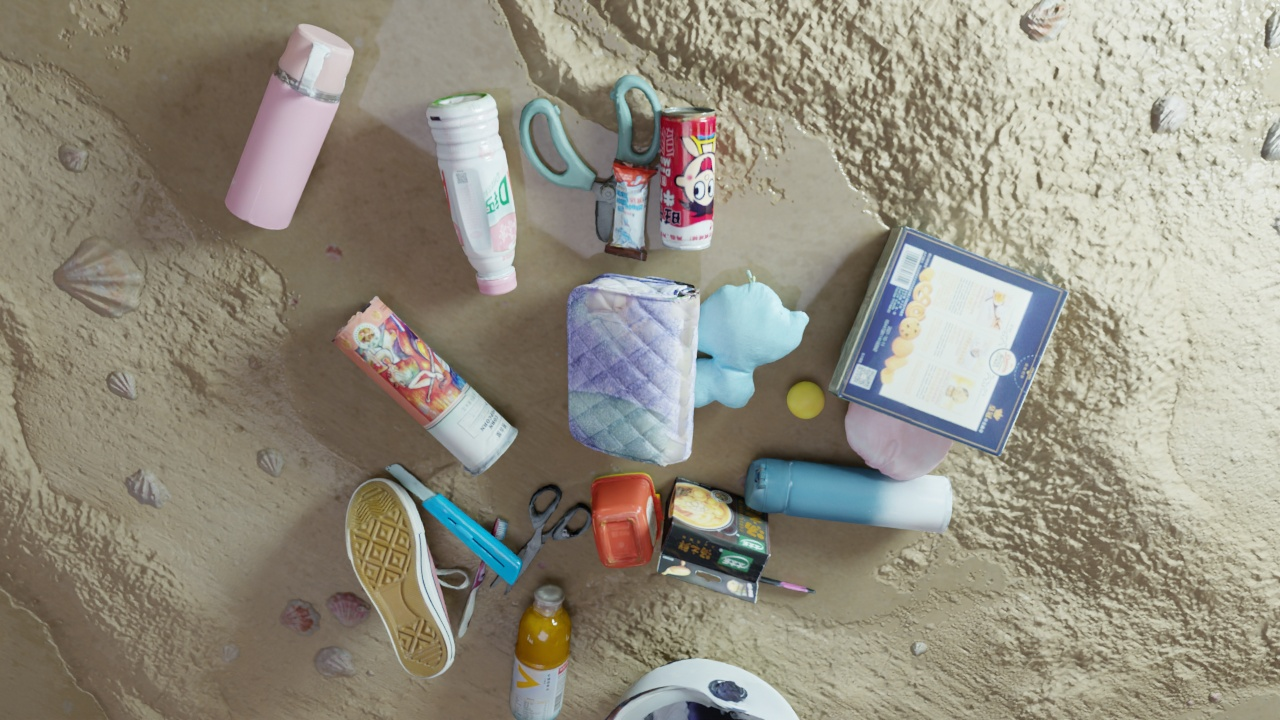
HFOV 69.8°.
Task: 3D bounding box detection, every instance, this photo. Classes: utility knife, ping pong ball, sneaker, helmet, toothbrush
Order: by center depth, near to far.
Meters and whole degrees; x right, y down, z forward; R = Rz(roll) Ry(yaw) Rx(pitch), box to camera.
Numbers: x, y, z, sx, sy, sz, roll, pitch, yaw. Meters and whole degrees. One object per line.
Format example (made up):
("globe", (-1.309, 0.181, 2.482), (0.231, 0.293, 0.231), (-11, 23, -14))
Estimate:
("ping pong ball", (0.178, 0.043, 0.988), (0.040, 0.040, 0.040), (2, 113, 4))
("utility knife", (-0.221, 0.189, 1.087), (0.204, 0.018, 0.034), (41, 113, -2))
("sneaker", (-0.278, 0.254, 1.093), (0.118, 0.088, 0.241), (-21, 88, 0))
("toothbrush", (0.119, 0.253, 1.097), (0.189, 0.014, 0.018), (13, 101, -2))
("helmet", (0.084, 0.457, 1.115), (0.259, 0.145, 0.229), (23, 111, 4))
("toothbrush", (-0.196, 0.271, 1.130), (0.017, 0.016, 0.188), (16, 113, -13))

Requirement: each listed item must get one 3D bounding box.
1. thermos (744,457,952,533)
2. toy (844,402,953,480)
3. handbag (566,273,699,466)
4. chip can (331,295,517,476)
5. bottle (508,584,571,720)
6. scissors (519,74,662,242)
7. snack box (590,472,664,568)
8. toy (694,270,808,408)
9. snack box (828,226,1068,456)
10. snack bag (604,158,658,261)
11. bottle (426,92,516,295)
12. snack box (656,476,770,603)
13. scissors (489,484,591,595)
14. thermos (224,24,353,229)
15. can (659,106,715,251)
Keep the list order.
("thermos", (0.227, 0.148, 1.018), (0.220, 0.070, 0.070), (6, 113, 3))
("toy", (0.291, 0.048, 0.975), (0.121, 0.054, 0.159), (30, 100, -8))
("handbag", (-0.006, 0.006, 0.963), (0.134, 0.075, 0.194), (13, 116, 22))
("chip can", (-0.234, 0.029, 1.001), (0.071, 0.071, 0.214), (-40, 104, 18))
("bottle", (-0.122, 0.363, 1.133), (0.068, 0.068, 0.190), (9, 113, 1))
("scissors", (-0.056, -0.201, 0.917), (0.176, 0.019, 0.175), (9, 116, -1))
("snack box", (-0.017, 0.184, 1.043), (0.082, 0.080, 0.091), (-8, 111, 7))
("toy", (0.096, -0.018, 0.965), (0.161, 0.049, 0.156), (2, 117, 17))
("snack box", (0.306, -0.019, 0.922), (0.182, 0.046, 0.178), (21, 95, -4))
("snack bag", (-0.010, -0.149, 0.916), (0.048, 0.026, 0.104), (11, 118, 2))
("bottle", (-0.161, -0.162, 0.918), (0.068, 0.068, 0.197), (-4, 116, 6))
("snack box", (0.082, 0.194, 1.014), (0.113, 0.125, 0.053), (18, 113, -3))
("scissors", (-0.121, 0.224, 1.105), (0.151, 0.014, 0.171), (-1, 113, 6))
("thermos", (-0.343, -0.223, 0.896), (0.067, 0.087, 0.199), (23, 115, -24))
("can", (0.046, -0.178, 0.899), (0.053, 0.053, 0.133), (1, 113, 4))
